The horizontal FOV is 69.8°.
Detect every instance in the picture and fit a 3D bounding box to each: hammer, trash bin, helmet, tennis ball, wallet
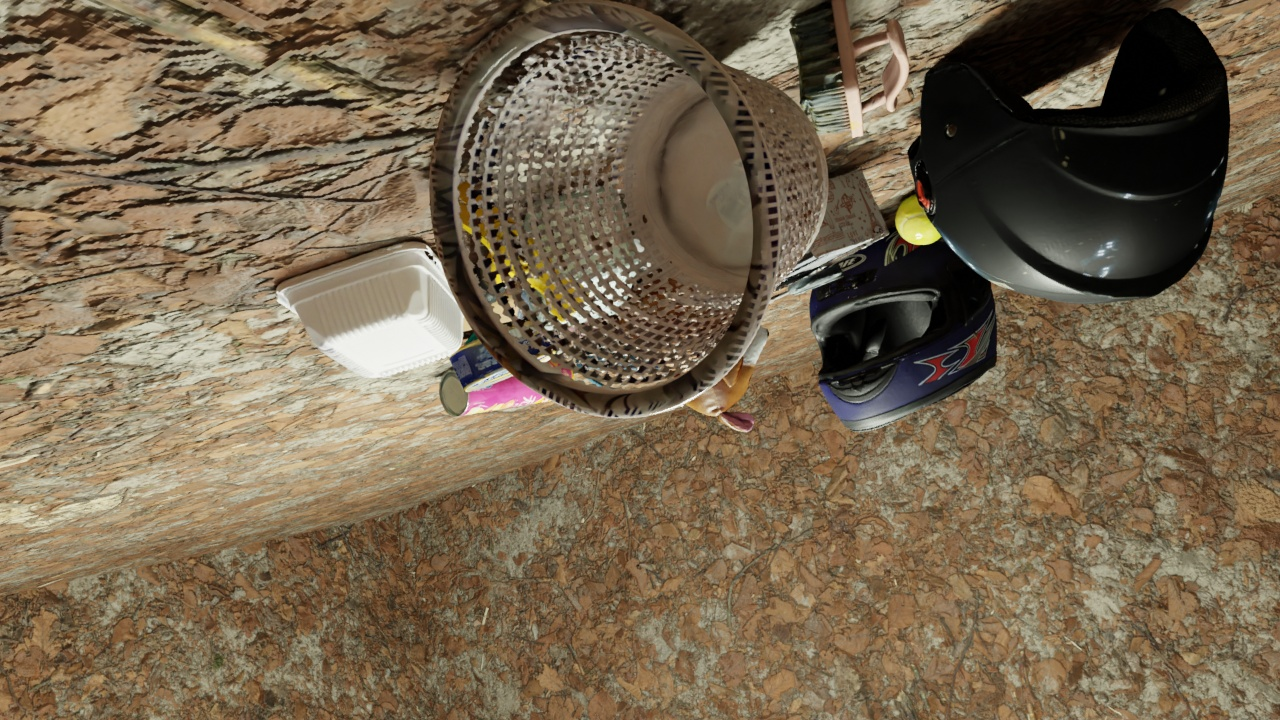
[{"bbox_3d":[-0.120,-0.076,0.769,0.032,0.129,0.301,-46,-172,-10],"label":"hammer"},{"bbox_3d":[0.016,-0.099,0.573,0.228,0.227,0.191,-24,-178,36],"label":"trash bin"},{"bbox_3d":[0.365,-0.167,0.804,0.233,0.230,0.275,-15,-169,-10],"label":"helmet"},{"bbox_3d":[0.358,-0.180,1.166,0.065,0.065,0.065,-18,171,-3],"label":"tennis ball"},{"bbox_3d":[-0.166,-0.058,0.975,0.115,0.033,0.090,-15,168,-14],"label":"wallet"},{"bbox_3d":[0.352,-0.061,1.288,0.248,0.240,0.314,-25,180,44],"label":"helmet"}]

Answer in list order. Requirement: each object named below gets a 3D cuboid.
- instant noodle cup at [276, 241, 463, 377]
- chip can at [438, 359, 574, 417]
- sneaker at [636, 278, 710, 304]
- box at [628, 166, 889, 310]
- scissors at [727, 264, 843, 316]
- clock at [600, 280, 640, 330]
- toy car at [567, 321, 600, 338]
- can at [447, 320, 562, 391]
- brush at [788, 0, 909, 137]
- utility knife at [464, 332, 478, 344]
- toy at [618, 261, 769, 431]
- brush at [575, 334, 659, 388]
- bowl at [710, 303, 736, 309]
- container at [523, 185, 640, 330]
[{"bbox_3d":[-0.229,-0.036,0.832,0.138,0.060,0.173,-18,166,1],"label":"instant noodle cup"},{"bbox_3d":[-0.197,0.038,1.374,0.072,0.071,0.210,-25,169,40],"label":"chip can"},{"bbox_3d":[0.012,-0.059,1.141,0.090,0.089,0.243,-13,170,-16],"label":"sneaker"},{"bbox_3d":[0.104,-0.123,0.954,0.259,0.105,0.179,-18,174,-38],"label":"box"},{"bbox_3d":[0.154,-0.070,1.045,0.155,0.014,0.169,-19,174,-37],"label":"scissors"},{"bbox_3d":[-0.038,-0.068,0.987,0.122,0.055,0.082,21,-168,-14],"label":"clock"},{"bbox_3d":[-0.061,-0.060,1.096,0.037,0.056,0.123,-16,172,-38],"label":"toy car"},{"bbox_3d":[-0.165,-0.009,1.148,0.147,0.049,0.075,-23,175,-35],"label":"can"},{"bbox_3d":[0.150,-0.197,0.644,0.073,0.063,0.145,-10,175,16],"label":"brush"},{"bbox_3d":[-0.180,-0.043,1.102,0.029,0.013,0.152,-15,169,-35],"label":"utility knife"},{"bbox_3d":[0.063,-0.017,0.924,0.130,0.140,0.200,-22,136,7],"label":"toy"},{"bbox_3d":[-0.006,0.006,1.090,0.144,0.073,0.055,0,172,7],"label":"brush"},{"bbox_3d":[0.086,-0.078,1.208,0.118,0.118,0.065,-19,133,4],"label":"bowl"},{"bbox_3d":[-0.055,-0.092,0.809,0.089,0.090,0.112,-16,168,-16],"label":"container"}]
